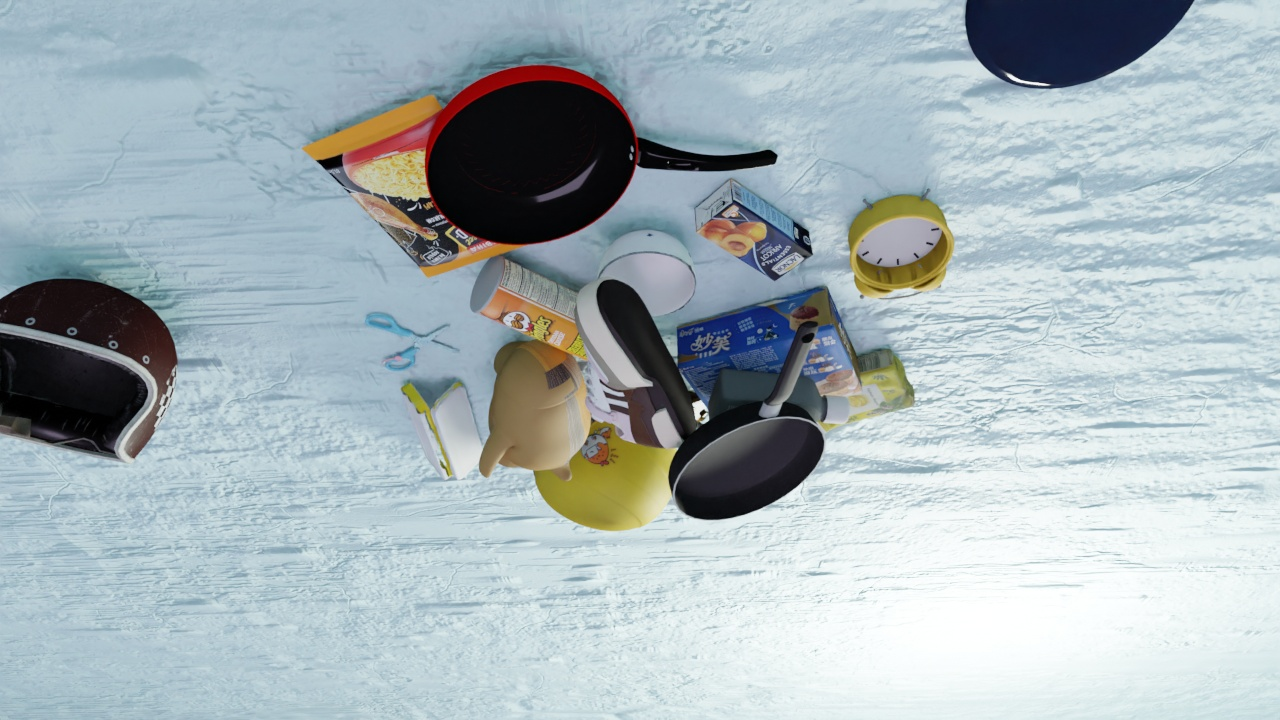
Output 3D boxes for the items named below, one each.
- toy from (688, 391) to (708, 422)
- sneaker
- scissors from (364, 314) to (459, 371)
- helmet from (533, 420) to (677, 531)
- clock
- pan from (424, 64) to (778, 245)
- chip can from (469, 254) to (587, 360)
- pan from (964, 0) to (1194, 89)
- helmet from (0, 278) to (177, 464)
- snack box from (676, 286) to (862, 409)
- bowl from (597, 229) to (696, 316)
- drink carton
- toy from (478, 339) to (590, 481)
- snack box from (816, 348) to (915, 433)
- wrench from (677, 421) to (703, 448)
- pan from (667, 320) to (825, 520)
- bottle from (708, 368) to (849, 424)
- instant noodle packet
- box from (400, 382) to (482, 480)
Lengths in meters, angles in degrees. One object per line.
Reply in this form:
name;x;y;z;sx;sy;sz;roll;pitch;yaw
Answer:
toy;0.069;0.079;1.323;0.076;0.062;0.100;-32;155;7
sneaker;-0.033;0.012;1.078;0.116;0.111;0.294;-12;145;16
scissors;-0.313;-0.027;1.219;0.135;0.015;0.135;-30;136;27
helmet;-0.060;0.190;1.401;0.240;0.139;0.209;-16;141;22
clock;0.296;-0.124;1.048;0.114;0.052;0.152;-8;138;11
pan;-0.037;-0.208;0.923;0.355;0.067;0.209;-8;145;-14
chip can;-0.096;-0.052;1.126;0.215;0.075;0.075;24;137;-29
pan;0.342;-0.358;0.754;0.199;0.021;0.356;-24;137;29
helmet;-0.686;0.026;1.087;0.233;0.253;0.234;15;166;-10
snack box;0.169;-0.001;1.198;0.203;0.069;0.155;-15;141;20
bowl;0.008;-0.108;1.059;0.113;0.063;0.114;0;144;0
drink carton;0.128;-0.144;1.030;0.130;0.040;0.064;27;137;-31
toy;-0.140;0.051;1.221;0.162;0.198;0.204;40;146;23
snack box;0.284;0.049;1.285;0.181;0.045;0.121;-16;141;22
wrench;0.076;0.112;1.317;0.070;0.010;0.273;6;167;11
pan;0.143;0.073;1.093;0.203;0.044;0.357;-7;138;-20
bottle;0.180;0.057;1.178;0.174;0.046;0.084;5;144;-6
instant noodle packet;-0.228;-0.178;0.992;0.160;0.032;0.221;-15;141;20
box;-0.300;0.099;1.369;0.080;0.079;0.210;28;149;21
